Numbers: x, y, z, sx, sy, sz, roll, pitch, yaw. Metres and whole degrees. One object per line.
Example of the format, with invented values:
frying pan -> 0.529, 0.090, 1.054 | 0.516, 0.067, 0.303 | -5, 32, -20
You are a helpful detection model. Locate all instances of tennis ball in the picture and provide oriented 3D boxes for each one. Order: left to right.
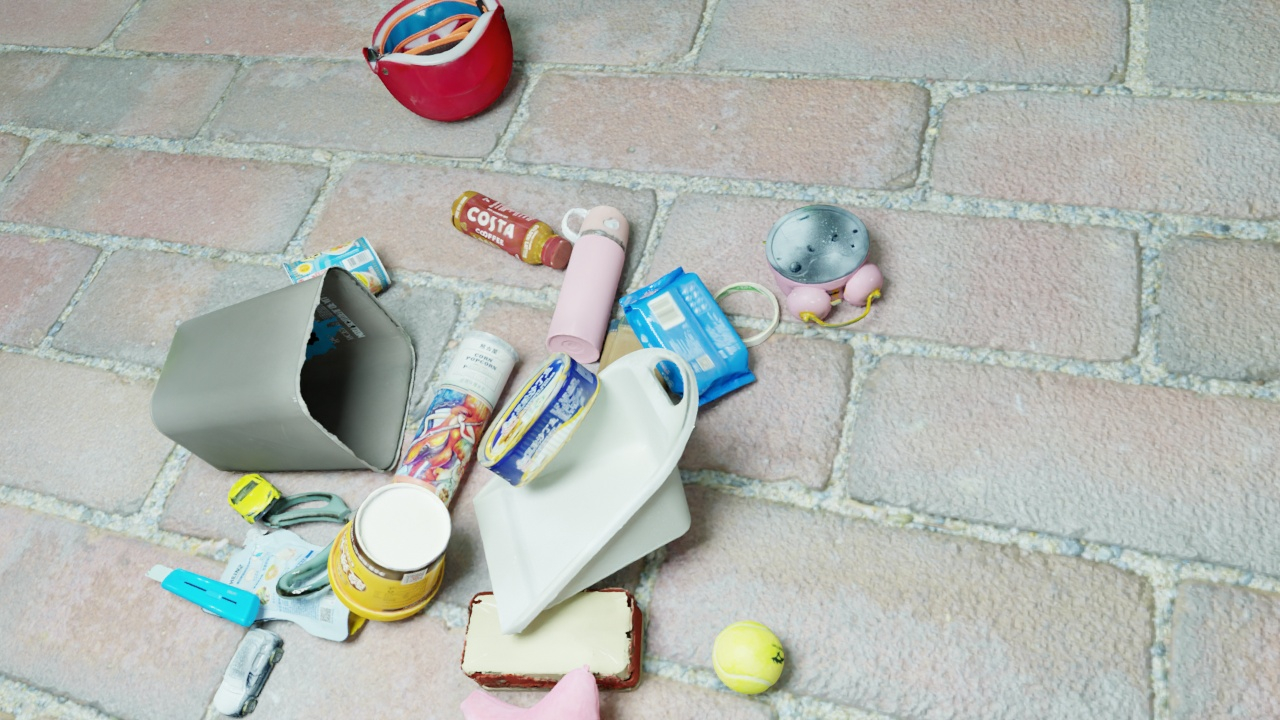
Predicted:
tennis ball -> 0.099, 0.273, 0.843 | 0.065, 0.065, 0.065 | -6, 57, 10

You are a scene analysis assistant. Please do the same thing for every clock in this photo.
clock -> 0.211, -0.104, 1.055 | 0.117, 0.060, 0.158 | -19, 55, 0

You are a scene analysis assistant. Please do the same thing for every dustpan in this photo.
dustpan -> -0.056, 0.102, 0.912 | 0.257, 0.143, 0.222 | -21, 32, -6

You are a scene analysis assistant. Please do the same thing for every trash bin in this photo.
trash bin -> -0.409, 0.025, 1.059 | 0.220, 0.199, 0.198 | -8, 56, 17

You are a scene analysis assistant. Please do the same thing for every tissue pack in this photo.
tissue pack -> 0.052, -0.024, 1.026 | 0.094, 0.052, 0.157 | -28, 77, -20

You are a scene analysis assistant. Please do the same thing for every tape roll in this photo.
tape roll -> 0.119, -0.054, 1.073 | 0.086, 0.014, 0.085 | -7, 57, 10

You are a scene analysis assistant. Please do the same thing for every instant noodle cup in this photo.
instant noodle cup -> -0.390, -0.107, 1.192 | 0.109, 0.099, 0.099 | -30, 56, -13
instant noodle cup -> -0.248, 0.189, 0.928 | 0.118, 0.115, 0.118 | 13, 54, -18

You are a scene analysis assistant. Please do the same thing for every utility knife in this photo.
utility knife -> -0.480, 0.250, 1.000 | 0.179, 0.018, 0.034 | 9, 60, 28

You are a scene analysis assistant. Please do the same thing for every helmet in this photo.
helmet -> -0.283, -0.439, 1.342 | 0.207, 0.144, 0.240 | -29, 42, -5

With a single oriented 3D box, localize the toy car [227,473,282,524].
toy car -> -0.446, 0.154, 1.052 | 0.048, 0.032, 0.105 | -49, 31, -21

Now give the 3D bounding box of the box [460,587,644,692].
box -> -0.085, 0.270, 0.885 | 0.168, 0.077, 0.091 | -4, 57, 12

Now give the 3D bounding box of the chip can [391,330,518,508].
chip can -> -0.212, 0.073, 1.043 | 0.071, 0.071, 0.214 | 12, 63, 20

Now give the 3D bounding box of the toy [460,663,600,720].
toy -> -0.083, 0.354, 0.825 | 0.195, 0.074, 0.178 | 17, 87, 21

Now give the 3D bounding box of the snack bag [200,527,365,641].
snack bag -> -0.377, 0.240, 1.001 | 0.191, 0.039, 0.110 | 4, 62, 20

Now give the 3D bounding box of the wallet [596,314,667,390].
wallet -> -0.006, 0.006, 1.058 | 0.090, 0.033, 0.115 | 8, 64, 17

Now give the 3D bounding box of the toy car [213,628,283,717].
toy car -> -0.412, 0.326, 0.960 | 0.043, 0.034, 0.090 | 14, 64, 18

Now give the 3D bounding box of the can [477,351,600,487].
can -> -0.107, 0.062, 0.963 | 0.148, 0.049, 0.074 | -51, 31, 1

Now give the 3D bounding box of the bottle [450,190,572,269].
bottle -> -0.167, -0.167, 1.189 | 0.175, 0.057, 0.057 | 27, 68, 27

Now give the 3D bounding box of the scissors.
scissors -> -0.360, 0.189, 1.013 | 0.179, 0.019, 0.169 | 12, 39, 29

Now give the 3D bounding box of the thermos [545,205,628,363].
thermos -> -0.069, -0.099, 1.111 | 0.087, 0.067, 0.198 | 19, 62, -13
